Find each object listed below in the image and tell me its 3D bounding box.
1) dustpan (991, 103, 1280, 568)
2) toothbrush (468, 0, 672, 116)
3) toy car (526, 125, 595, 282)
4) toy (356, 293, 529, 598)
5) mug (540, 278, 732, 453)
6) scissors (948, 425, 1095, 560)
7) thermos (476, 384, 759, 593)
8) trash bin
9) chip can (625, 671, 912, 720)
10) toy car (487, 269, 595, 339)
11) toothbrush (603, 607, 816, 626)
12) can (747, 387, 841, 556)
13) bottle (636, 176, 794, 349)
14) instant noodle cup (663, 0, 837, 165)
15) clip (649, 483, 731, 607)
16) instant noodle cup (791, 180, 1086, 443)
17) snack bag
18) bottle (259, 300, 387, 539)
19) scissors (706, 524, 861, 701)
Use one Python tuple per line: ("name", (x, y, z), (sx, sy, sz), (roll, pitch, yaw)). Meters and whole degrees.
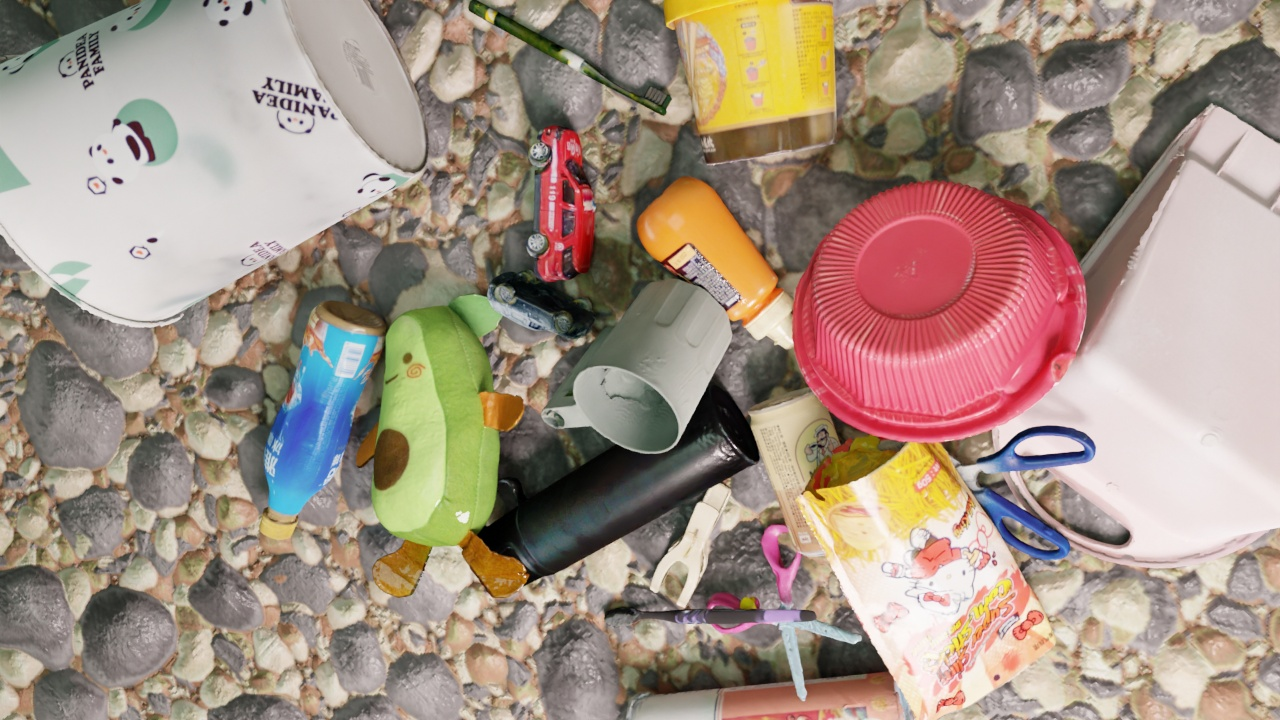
("dustpan", (0.377, 0.003, 0.626), (0.222, 0.139, 0.273), (40, 78, 9))
("toothbrush", (-0.056, -0.240, 0.718), (0.186, 0.012, 0.017), (31, 99, 10))
("toy car", (-0.060, -0.121, 0.715), (0.045, 0.052, 0.120), (2, 101, 14))
("toy", (-0.165, 0.068, 0.738), (0.228, 0.089, 0.246), (-13, 77, 36))
("mug", (-0.004, 0.004, 0.676), (0.124, 0.103, 0.084), (-7, 127, 40))
("scissors", (0.240, 0.082, 0.643), (0.176, 0.012, 0.163), (41, 139, -4))
("thermos", (-0.031, 0.099, 0.727), (0.243, 0.068, 0.090), (-31, 85, 18))
("trash bin", (-0.319, -0.178, 0.702), (0.252, 0.229, 0.229), (-22, 91, 12))
("chip can", (0.100, 0.286, 0.714), (0.215, 0.071, 0.071), (-12, 94, 17))
("toy car", (-0.080, -0.042, 0.737), (0.090, 0.042, 0.034), (24, 118, 12))
("toothbrush", (0.049, 0.203, 0.726), (0.189, 0.016, 0.014), (-10, 88, 30))
("can", (0.125, 0.082, 0.684), (0.059, 0.058, 0.116), (-20, 92, 18))
("bottle", (0.065, -0.067, 0.683), (0.067, 0.066, 0.149), (-43, 92, 17))
("instant noodle cup", (0.083, -0.199, 0.632), (0.119, 0.118, 0.114), (-6, 103, 17))
("clip", (0.042, 0.147, 0.726), (0.034, 0.070, 0.100), (28, 108, 11))
("instant noodle cup", (0.183, -0.046, 0.598), (0.194, 0.066, 0.193), (-13, 60, 23))
("snack bag", (0.200, 0.147, 0.640), (0.128, 0.073, 0.208), (-34, 101, -9))
("bottle", (-0.284, 0.057, 0.799), (0.065, 0.065, 0.219), (27, 105, 11))
("scissors", (0.110, 0.188, 0.706), (0.133, 0.017, 0.133), (7, 81, 38))
